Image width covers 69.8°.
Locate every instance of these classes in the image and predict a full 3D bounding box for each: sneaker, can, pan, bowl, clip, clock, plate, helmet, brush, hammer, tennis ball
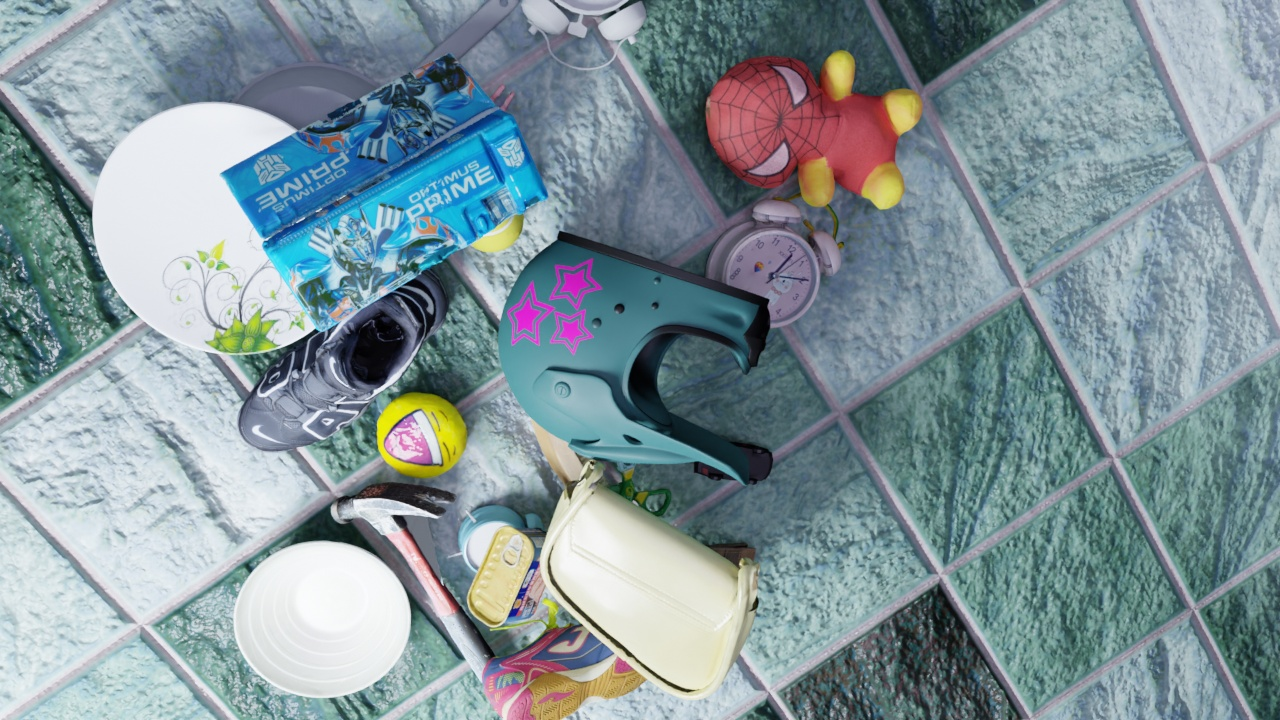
[{"bbox_3d":[-0.058,0.310,1.001,0.241,0.091,0.116,-14,122,-35],"label":"sneaker"},{"bbox_3d":[-0.127,0.219,0.939,0.054,0.059,0.100,26,95,29],"label":"can"},{"bbox_3d":[-0.251,-0.234,0.878,0.357,0.050,0.201,-41,105,5],"label":"pan"},{"bbox_3d":[-0.330,0.262,0.970,0.176,0.058,0.177,-2,103,-8],"label":"bowl"},{"bbox_3d":[-0.143,-0.240,0.901,0.060,0.023,0.044,-32,110,1],"label":"clip"},{"bbox_3d":[-0.142,0.202,0.998,0.123,0.042,0.087,20,99,-18],"label":"clock"},{"bbox_3d":[-0.050,-0.358,0.867,0.120,0.061,0.159,2,101,-9],"label":"clock"},{"bbox_3d":[-0.378,-0.120,0.850,0.229,0.030,0.229,-2,105,-6],"label":"plate"},{"bbox_3d":[-0.006,0.005,0.880,0.275,0.176,0.200,19,96,10],"label":"helmet"},{"bbox_3d":[0.142,-0.102,0.956,0.117,0.059,0.158,39,94,-15],"label":"clock"},{"bbox_3d":[-0.073,0.105,0.978,0.039,0.049,0.117,-36,107,-18],"label":"brush"},{"bbox_3d":[-0.287,0.015,0.871,0.252,0.150,0.097,-42,106,3],"label":"sneaker"},{"bbox_3d":[-0.197,0.267,0.985,0.141,0.036,0.326,-14,113,28],"label":"hammer"},{"bbox_3d":[-0.147,-0.139,0.900,0.065,0.065,0.065,-2,103,-8],"label":"tennis ball"}]

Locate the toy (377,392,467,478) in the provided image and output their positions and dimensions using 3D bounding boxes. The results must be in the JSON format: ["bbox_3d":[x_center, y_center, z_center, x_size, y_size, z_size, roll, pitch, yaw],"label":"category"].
[{"bbox_3d":[-0.227,0.078,0.952,0.094,0.041,0.095,-16,107,-1],"label":"toy"}]

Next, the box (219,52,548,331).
[{"bbox_3d":[-0.221,-0.157,0.809,0.243,0.070,0.171,-34,98,-14],"label":"box"}]

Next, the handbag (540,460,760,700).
[{"bbox_3d":[0.009,0.213,0.909,0.233,0.088,0.191,32,123,2],"label":"handbag"}]

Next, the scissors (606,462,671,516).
[{"bbox_3d":[-0.014,0.135,0.985,0.125,0.011,0.130,4,80,-41],"label":"scissors"}]

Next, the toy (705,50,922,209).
[{"bbox_3d":[0.165,-0.229,0.911,0.216,0.099,0.147,10,91,-12],"label":"toy"}]

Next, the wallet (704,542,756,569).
[{"bbox_3d":[0.078,0.260,1.023,0.098,0.027,0.121,10,103,-47],"label":"wallet"}]

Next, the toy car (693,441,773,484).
[{"bbox_3d":[0.102,0.110,1.012,0.091,0.036,0.042,9,100,-21],"label":"toy car"}]
